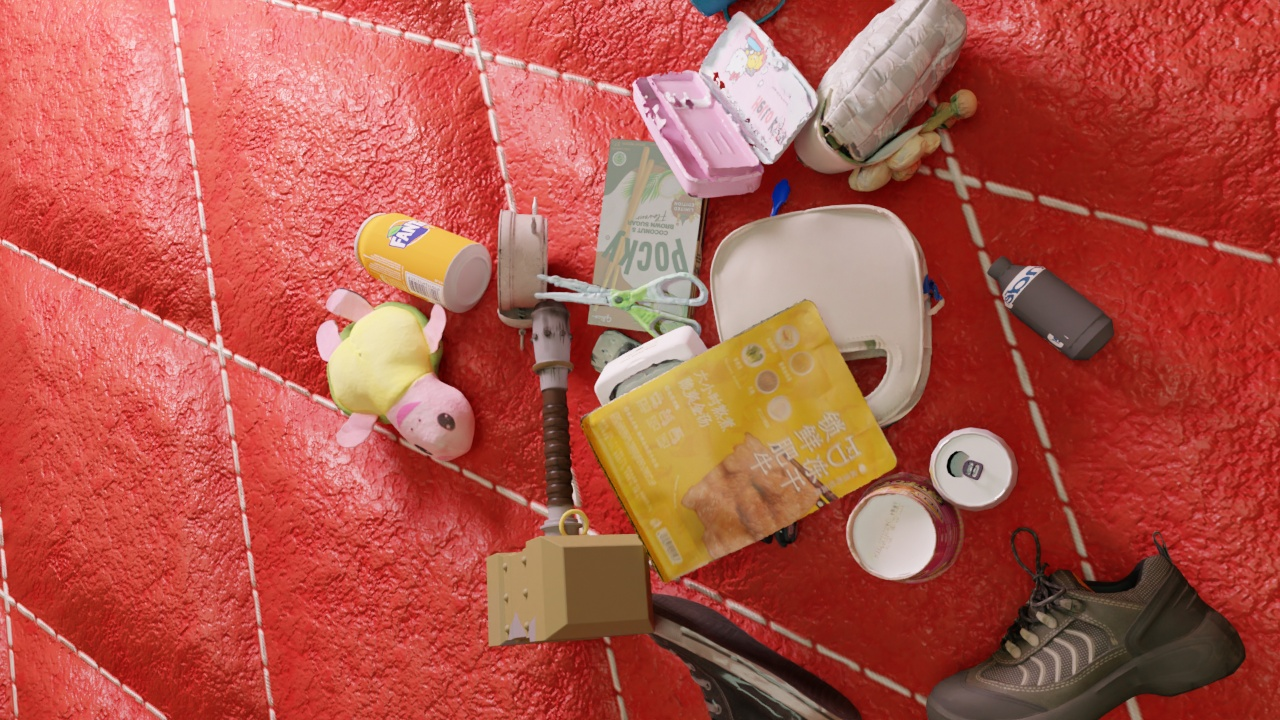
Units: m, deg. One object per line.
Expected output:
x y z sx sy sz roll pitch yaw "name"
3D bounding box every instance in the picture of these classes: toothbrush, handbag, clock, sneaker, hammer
0.115 -0.088 0.896 0.016 0.018 0.182 18 94 19 "toothbrush"
0.227 -0.234 0.813 0.123 0.112 0.171 38 92 -4 "handbag"
-0.118 -0.084 0.958 0.061 0.103 0.157 1 114 -6 "clock"
0.169 -0.030 0.824 0.201 0.093 0.199 -5 86 20 "handbag"
0.323 0.208 0.723 0.238 0.101 0.143 -26 79 14 "sneaker"
0.067 0.305 0.831 0.235 0.095 0.120 29 95 16 "sneaker"
-0.079 0.099 0.879 0.191 0.100 0.324 -34 56 58 "hammer"

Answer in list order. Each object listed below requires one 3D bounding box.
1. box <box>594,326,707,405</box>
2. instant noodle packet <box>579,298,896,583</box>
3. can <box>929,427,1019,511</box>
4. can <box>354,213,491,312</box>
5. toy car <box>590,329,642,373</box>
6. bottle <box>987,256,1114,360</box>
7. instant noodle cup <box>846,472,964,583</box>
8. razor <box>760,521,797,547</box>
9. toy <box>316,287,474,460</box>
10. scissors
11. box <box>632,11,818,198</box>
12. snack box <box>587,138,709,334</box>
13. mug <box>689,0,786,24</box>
0.021 0.038 0.862 0.107 0.076 0.102 -26 101 20 "box"
0.085 0.068 0.792 0.222 0.084 0.163 -28 88 14 "instant noodle packet"
0.272 0.088 0.745 0.064 0.127 0.064 -3 83 23 "can"
-0.240 -0.110 1.012 0.142 0.079 0.079 22 93 24 "can"
-0.005 0.005 0.926 0.105 0.033 0.048 27 96 24 "toy car"
0.343 -0.047 0.775 0.112 0.047 0.047 45 101 22 "bottle"
0.218 0.145 0.772 0.098 0.108 0.097 -3 83 23 "instant noodle cup"
0.090 0.121 0.867 0.143 0.047 0.052 35 93 26 "razor"
-0.271 0.014 1.008 0.238 0.087 0.190 39 94 19 "toy"
-0.023 -0.052 0.892 0.176 0.032 0.078 6 97 12 "scissors"
0.078 -0.234 0.864 0.150 0.073 0.201 -28 45 7 "box"
0.011 -0.122 0.915 0.101 0.031 0.186 8 93 15 "snack box"
0.095 -0.386 0.909 0.104 0.084 0.112 -35 100 22 "mug"
